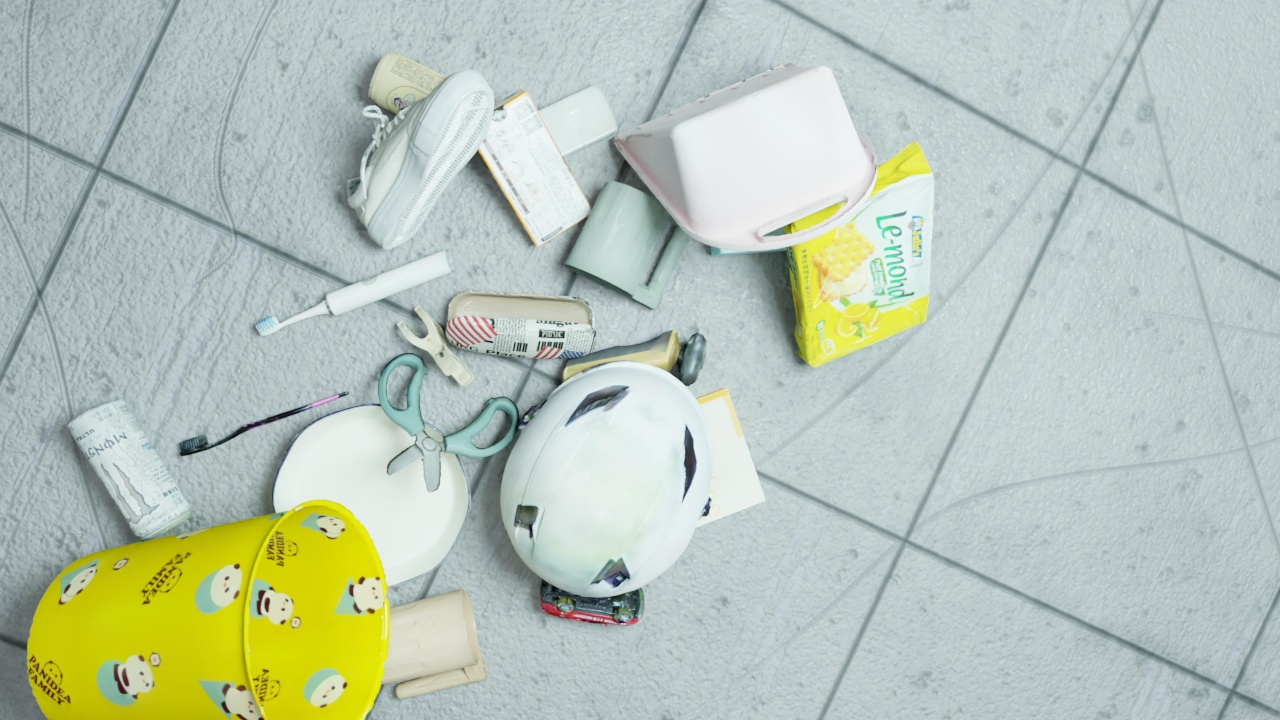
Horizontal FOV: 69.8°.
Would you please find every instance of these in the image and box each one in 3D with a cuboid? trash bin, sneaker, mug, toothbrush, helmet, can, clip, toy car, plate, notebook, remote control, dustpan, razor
[{"bbox_3d":[-0.414,0.263,0.891,0.255,0.229,0.229,-9,95,14],"label":"trash bin"},{"bbox_3d":[-0.230,-0.217,0.922,0.091,0.243,0.089,49,42,2],"label":"sneaker"},{"bbox_3d":[-0.010,-0.126,1.015,0.124,0.084,0.103,25,89,-35],"label":"mug"},{"bbox_3d":[-0.410,0.065,1.000,0.189,0.014,0.017,-21,84,-6],"label":"toothbrush"},{"bbox_3d":[-0.234,0.320,1.016,0.103,0.084,0.125,-12,122,-5],"label":"mug"},{"bbox_3d":[-0.038,0.134,0.961,0.229,0.145,0.259,33,100,-1],"label":"helmet"},{"bbox_3d":[-0.224,-0.278,0.978,0.116,0.058,0.058,25,90,-9],"label":"can"},{"bbox_3d":[-0.222,-0.014,1.003,0.034,0.066,0.099,-44,75,-5],"label":"clip"},{"bbox_3d":[-0.055,0.272,1.043,0.120,0.052,0.045,10,132,-4],"label":"toy car"},{"bbox_3d":[-0.291,0.148,1.006,0.205,0.045,0.205,0,93,-7],"label":"plate"},{"bbox_3d":[-0.309,-0.071,0.998,0.221,0.026,0.026,-21,118,-5],"label":"toothbrush"},{"bbox_3d":[0.028,0.133,1.065,0.206,0.010,0.146,-20,96,-6],"label":"notebook"},{"bbox_3d":[-0.101,-0.248,1.015,0.150,0.021,0.058,-26,96,-5],"label":"remote control"},{"bbox_3d":[0.110,-0.204,0.942,0.222,0.273,0.139,-23,107,-1],"label":"dustpan"},{"bbox_3d":[-0.535,0.115,0.964,0.058,0.058,0.147,-29,97,-5],"label":"can"},{"bbox_3d":[-0.006,0.006,1.031,0.167,0.062,0.067,-9,65,-2],"label":"razor"}]

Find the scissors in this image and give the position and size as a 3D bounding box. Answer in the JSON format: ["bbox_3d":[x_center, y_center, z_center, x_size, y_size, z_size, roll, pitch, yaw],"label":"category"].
[{"bbox_3d":[-0.203,0.065,0.993,0.181,0.019,0.170,2,55,-28],"label":"scissors"}]

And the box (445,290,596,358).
[{"bbox_3d":[-0.128,-0.033,0.995,0.163,0.087,0.076,5,100,-11],"label":"box"}]

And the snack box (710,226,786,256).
[{"bbox_3d":[0.164,-0.162,1.042,0.174,0.051,0.074,-5,93,-8],"label":"snack box"}]

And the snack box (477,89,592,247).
[{"bbox_3d":[-0.119,-0.204,0.985,0.075,0.026,0.154,-33,121,-5],"label":"snack box"}]

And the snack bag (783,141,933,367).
[{"bbox_3d":[0.231,-0.107,0.994,0.158,0.068,0.247,-22,137,-5],"label":"snack bag"}]
